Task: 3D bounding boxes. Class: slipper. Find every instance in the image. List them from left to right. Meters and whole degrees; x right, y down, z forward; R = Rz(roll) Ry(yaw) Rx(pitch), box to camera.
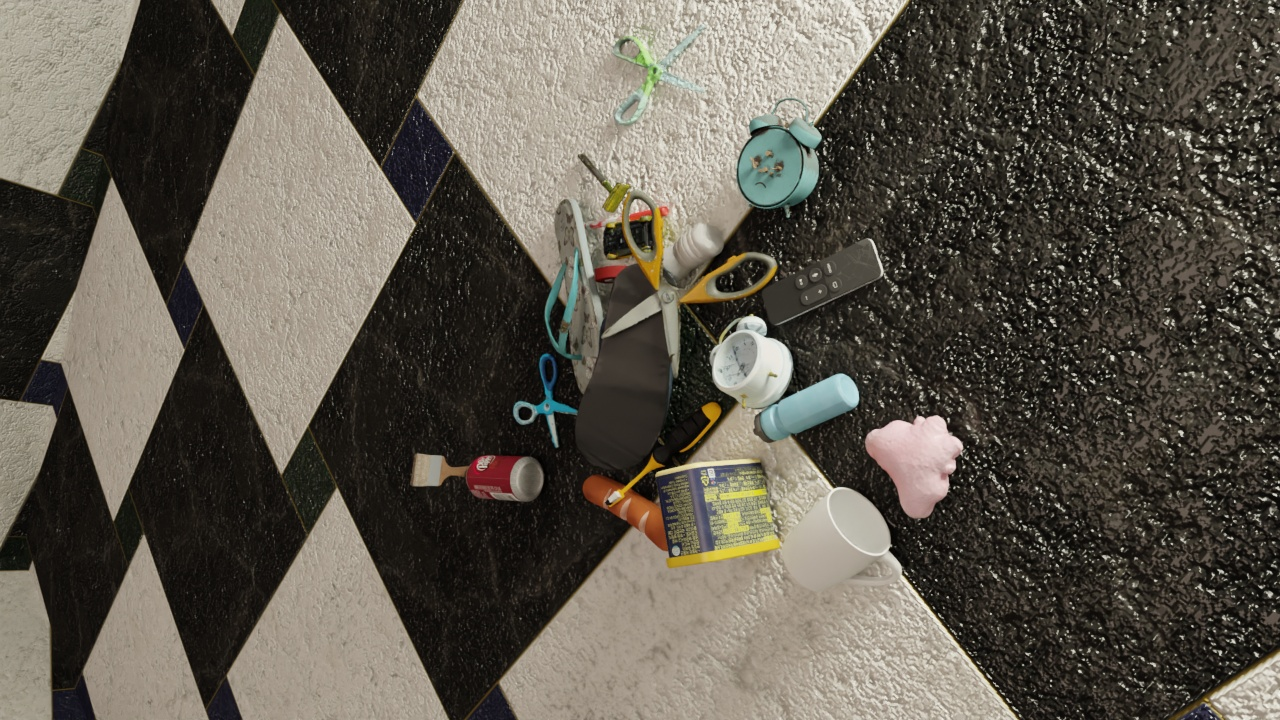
[{"bbox_3d":[-0.093,-0.087,1.217,0.098,0.054,0.268,-22,74,60],"label":"slipper"},{"bbox_3d":[-0.007,0.007,1.148,0.109,0.083,0.266,13,103,7],"label":"slipper"}]

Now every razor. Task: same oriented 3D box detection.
[{"bbox_3d":[-0.055,-0.244,1.220,0.106,0.026,0.043,53,125,32],"label":"razor"}]

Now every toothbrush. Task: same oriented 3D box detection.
[{"bbox_3d":[0.026,0.118,1.127,0.197,0.030,0.031,-44,63,20],"label":"toothbrush"}]

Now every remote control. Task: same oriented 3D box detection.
[{"bbox_3d":[0.196,-0.084,1.005,0.147,0.008,0.045,-26,74,39],"label":"remote control"}]

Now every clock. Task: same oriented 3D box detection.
[{"bbox_3d":[0.120,0.000,1.036,0.083,0.057,0.117,-48,39,23],"label":"clock"},{"bbox_3d":[0.155,-0.225,1.011,0.090,0.053,0.124,25,107,38],"label":"clock"}]

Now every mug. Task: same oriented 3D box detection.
[{"bbox_3d":[0.214,0.201,0.958,0.114,0.080,0.088,38,126,0],"label":"mug"}]

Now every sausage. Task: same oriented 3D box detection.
[{"bbox_3d":[-0.010,0.190,1.169,0.164,0.044,0.039,27,127,38],"label":"sausage"}]

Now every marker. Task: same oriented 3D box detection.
[{"bbox_3d":[-0.021,-0.185,1.196,0.142,0.012,0.013,-3,88,42],"label":"marker"}]

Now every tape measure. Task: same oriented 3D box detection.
[{"bbox_3d":[-0.036,-0.109,1.183,0.059,0.051,0.019,-6,86,41],"label":"tape measure"}]

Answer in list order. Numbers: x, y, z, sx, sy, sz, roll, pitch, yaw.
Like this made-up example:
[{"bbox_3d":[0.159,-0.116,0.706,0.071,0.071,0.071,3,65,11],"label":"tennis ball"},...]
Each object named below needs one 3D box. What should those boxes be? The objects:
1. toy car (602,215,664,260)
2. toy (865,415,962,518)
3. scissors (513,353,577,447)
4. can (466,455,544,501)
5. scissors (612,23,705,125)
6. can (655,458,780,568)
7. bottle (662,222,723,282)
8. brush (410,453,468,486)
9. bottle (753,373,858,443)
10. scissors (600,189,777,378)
[{"bbox_3d":[-0.009,-0.156,1.173,0.107,0.030,0.049,-2,88,44],"label":"toy car"},{"bbox_3d":[0.274,0.095,0.910,0.093,0.050,0.102,-52,56,33],"label":"toy"},{"bbox_3d":[-0.134,0.054,1.300,0.134,0.011,0.140,8,95,44],"label":"scissors"},{"bbox_3d":[-0.196,0.169,1.321,0.114,0.063,0.063,-4,88,42],"label":"can"},{"bbox_3d":[0.019,-0.358,1.160,0.171,0.024,0.166,39,110,37],"label":"scissors"},{"bbox_3d":[0.085,0.168,1.025,0.075,0.135,0.104,-19,75,40],"label":"can"},{"bbox_3d":[0.040,-0.118,1.120,0.137,0.044,0.044,-32,69,37],"label":"bottle"},{"bbox_3d":[-0.272,0.163,1.336,0.008,0.143,0.045,4,84,40],"label":"brush"},{"bbox_3d":[0.175,0.056,1.005,0.130,0.040,0.040,-30,71,38],"label":"bottle"},{"bbox_3d":[0.048,-0.093,1.066,0.230,0.016,0.225,-9,96,13],"label":"scissors"}]
